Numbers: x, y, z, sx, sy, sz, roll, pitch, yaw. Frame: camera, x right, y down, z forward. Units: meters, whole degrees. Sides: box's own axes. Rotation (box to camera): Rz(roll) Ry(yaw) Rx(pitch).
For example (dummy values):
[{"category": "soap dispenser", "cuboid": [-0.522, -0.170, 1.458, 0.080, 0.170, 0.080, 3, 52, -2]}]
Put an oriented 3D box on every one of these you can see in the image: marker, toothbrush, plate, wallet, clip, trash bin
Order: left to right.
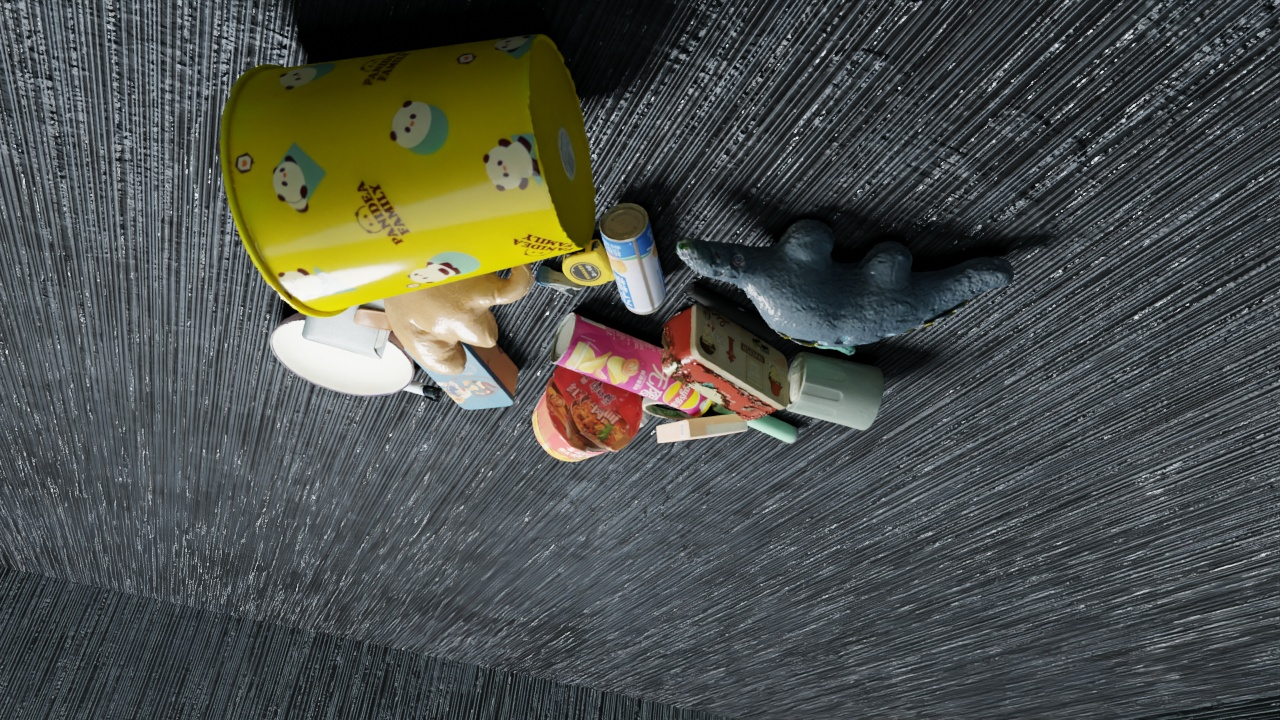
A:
[{"category": "plate", "cuboid": [-0.400, -0.016, 1.248, 0.192, 0.039, 0.193, 5, 148, 3]}, {"category": "wallet", "cuboid": [-0.350, -0.065, 1.125, 0.106, 0.037, 0.130, 18, 123, -16]}, {"category": "marker", "cuboid": [-0.315, 0.039, 1.288, 0.018, 0.022, 0.131, 15, 176, -40]}, {"category": "trash bin", "cuboid": [-0.186, -0.169, 0.810, 0.255, 0.229, 0.230, -8, 145, 12]}, {"category": "clip", "cuboid": [-0.095, -0.094, 1.082, 0.057, 0.024, 0.029, 19, 150, -26]}, {"category": "marker", "cuboid": [0.111, -0.057, 1.102, 0.132, 0.022, 0.020, 24, 180, -25]}, {"category": "toothbrush", "cuboid": [0.132, 0.069, 1.292, 0.224, 0.027, 0.027, 24, 148, -25]}]

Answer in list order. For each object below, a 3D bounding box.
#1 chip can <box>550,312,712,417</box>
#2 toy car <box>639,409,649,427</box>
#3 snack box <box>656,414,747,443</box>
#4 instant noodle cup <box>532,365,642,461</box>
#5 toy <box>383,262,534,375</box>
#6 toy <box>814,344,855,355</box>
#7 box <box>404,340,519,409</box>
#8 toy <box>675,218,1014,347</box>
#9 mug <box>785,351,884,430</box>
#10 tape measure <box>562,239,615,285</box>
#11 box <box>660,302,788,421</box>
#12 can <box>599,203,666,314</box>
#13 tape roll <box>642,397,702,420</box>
[{"category": "chip can", "cuboid": [-0.007, 0.007, 1.179, 0.210, 0.071, 0.072, 21, 145, -21]}, {"category": "toy car", "cuboid": [-0.030, 0.086, 1.344, 0.091, 0.034, 0.043, -14, 146, 32]}, {"category": "snack box", "cuboid": [0.082, 0.094, 1.267, 0.084, 0.026, 0.157, -6, 175, -15]}, {"category": "instant noodle cup", "cuboid": [-0.080, 0.071, 1.250, 0.138, 0.137, 0.109, 18, 155, -18]}, {"category": "toy", "cuboid": [-0.213, -0.072, 1.044, 0.143, 0.082, 0.227, 47, 136, -10]}, {"category": "toy", "cuboid": [0.233, -0.037, 1.103, 0.096, 0.030, 0.092, 25, 148, -21]}, {"category": "box", "cuboid": [-0.236, -0.003, 1.219, 0.090, 0.059, 0.184, -8, 147, 21]}, {"category": "toy", "cuboid": [0.209, -0.077, 0.990, 0.356, 0.091, 0.138, 7, 136, -4]}, {"category": "mug", "cuboid": [0.242, 0.040, 1.188, 0.103, 0.083, 0.124, 13, 172, -8]}, {"category": "tape measure", "cuboid": [-0.059, -0.112, 1.041, 0.057, 0.028, 0.060, -9, 145, 22]}, {"category": "box", "cuboid": [0.101, 0.009, 1.142, 0.168, 0.091, 0.077, 29, 138, -31]}, {"category": "can", "cuboid": [-0.006, -0.109, 1.011, 0.053, 0.053, 0.135, -1, 147, 12]}, {"category": "tape roll", "cuboid": [0.045, 0.067, 1.298, 0.086, 0.013, 0.086, 7, 162, 2]}]
